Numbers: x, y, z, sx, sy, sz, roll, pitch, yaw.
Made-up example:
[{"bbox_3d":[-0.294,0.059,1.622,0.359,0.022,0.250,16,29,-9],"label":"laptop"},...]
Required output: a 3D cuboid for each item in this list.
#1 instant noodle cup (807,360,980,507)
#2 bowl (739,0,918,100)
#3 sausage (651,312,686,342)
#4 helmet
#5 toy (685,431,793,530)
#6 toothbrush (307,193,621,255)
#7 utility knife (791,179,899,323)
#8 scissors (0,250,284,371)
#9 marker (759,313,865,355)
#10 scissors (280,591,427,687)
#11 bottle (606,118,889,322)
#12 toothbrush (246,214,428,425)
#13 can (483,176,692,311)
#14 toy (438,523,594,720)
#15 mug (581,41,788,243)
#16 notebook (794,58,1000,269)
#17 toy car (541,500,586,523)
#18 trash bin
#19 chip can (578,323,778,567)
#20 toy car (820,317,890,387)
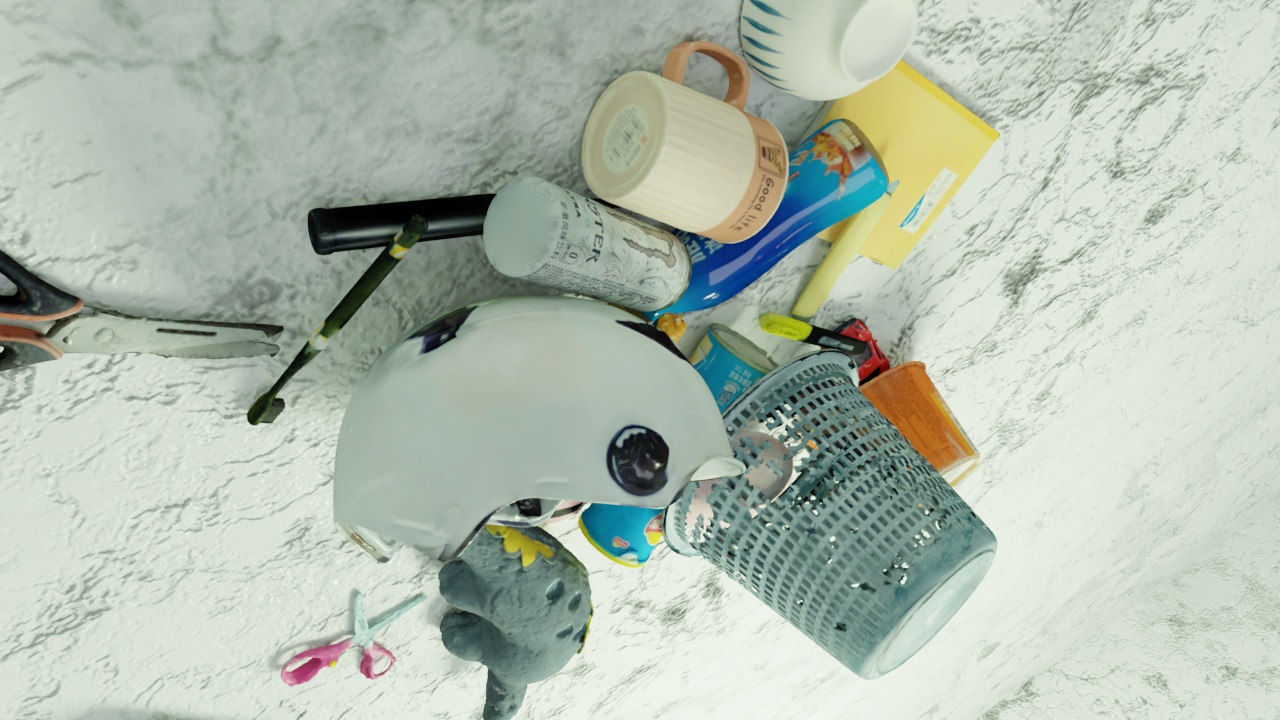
[{"bbox_3d":[0.258,0.089,0.922,0.151,0.111,0.152,-28,155,-14],"label":"instant noodle cup"},{"bbox_3d":[0.127,-0.213,0.571,0.116,0.066,0.117,-22,139,-20],"label":"bowl"},{"bbox_3d":[-0.004,0.004,0.680,0.021,0.021,0.166,-13,161,-29],"label":"sausage"},{"bbox_3d":[-0.069,0.035,0.585,0.258,0.146,0.229,-10,173,-22],"label":"helmet"},{"bbox_3d":[0.071,0.113,0.873,0.159,0.054,0.121,17,118,-34],"label":"toy"},{"bbox_3d":[-0.091,-0.091,0.559,0.212,0.026,0.027,-13,143,-29],"label":"toothbrush"},{"bbox_3d":[0.167,-0.084,0.759,0.030,0.018,0.163,-6,147,-31],"label":"utility knife"},{"bbox_3d":[-0.293,-0.027,0.472,0.206,0.015,0.194,-27,140,-14],"label":"scissors"},{"bbox_3d":[0.155,-0.021,0.814,0.124,0.015,0.018,13,125,-32],"label":"marker"},{"bbox_3d":[-0.241,0.245,0.794,0.133,0.017,0.136,-31,139,-14],"label":"scissors"},{"bbox_3d":[0.069,-0.085,0.652,0.219,0.065,0.065,-34,143,5],"label":"bottle"},{"bbox_3d":[-0.182,-0.019,0.547,0.186,0.012,0.017,-43,150,23],"label":"toothbrush"},{"bbox_3d":[-0.028,-0.068,0.570,0.058,0.058,0.146,-52,149,18],"label":"can"},{"bbox_3d":[-0.111,0.224,0.815,0.137,0.091,0.357,-11,134,-13],"label":"toy"},{"bbox_3d":[0.031,-0.140,0.570,0.105,0.082,0.114,9,96,-42],"label":"mug"},{"bbox_3d":[0.195,-0.152,0.733,0.206,0.010,0.146,11,121,-44],"label":"notebook"},{"bbox_3d":[-0.062,0.091,0.759,0.056,0.037,0.123,-13,135,-30],"label":"toy car"},{"bbox_3d":[0.163,0.135,0.742,0.226,0.195,0.227,-29,143,-25],"label":"trash bin"},{"bbox_3d":[0.031,0.073,0.772,0.071,0.071,0.210,16,114,-46],"label":"chip can"},{"bbox_3d":[0.208,-0.003,0.880,0.049,0.031,0.106,-42,140,4],"label":"toy car"}]
